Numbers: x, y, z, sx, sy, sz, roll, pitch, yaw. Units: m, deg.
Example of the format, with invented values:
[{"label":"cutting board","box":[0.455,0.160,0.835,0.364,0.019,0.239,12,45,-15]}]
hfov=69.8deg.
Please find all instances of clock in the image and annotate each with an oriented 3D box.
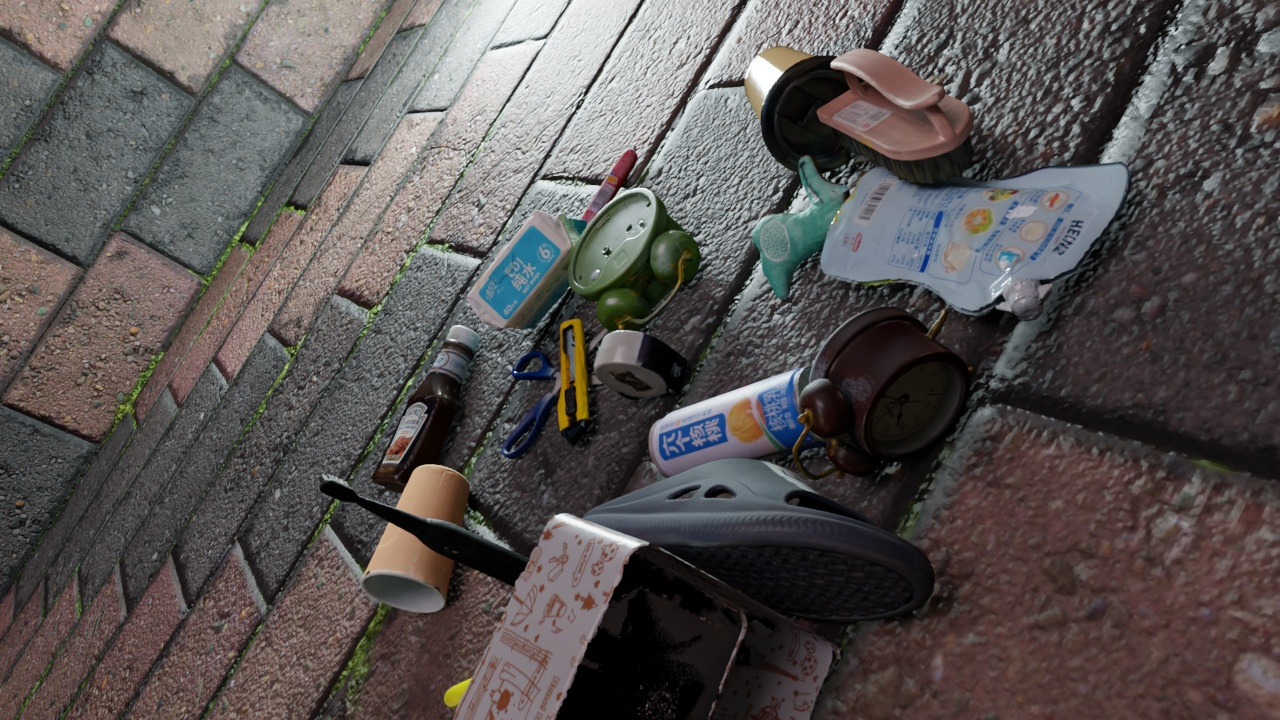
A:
[{"label":"clock","box":[0.138,0.023,0.543,0.122,0.082,0.055,-39,40,0]},{"label":"clock","box":[-0.004,-0.089,0.844,0.116,0.056,0.161,-46,34,15]}]

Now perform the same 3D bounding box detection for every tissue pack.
[{"label":"tissue pack","box":[-0.110,-0.092,0.941,0.140,0.063,0.090,-49,-9,11]}]

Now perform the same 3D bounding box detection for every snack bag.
[{"label":"snack bag","box":[0.206,-0.085,0.594,0.110,0.039,0.191,-49,33,-10]}]

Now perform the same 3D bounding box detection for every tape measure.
[{"label":"tape measure","box":[-0.004,0.004,0.755,0.066,0.066,0.033,-14,52,45]}]

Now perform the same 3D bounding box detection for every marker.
[{"label":"marker","box":[-0.109,0.250,0.722,0.124,0.015,0.018,-31,41,28]}]

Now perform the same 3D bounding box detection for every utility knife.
[{"label":"utility knife","box":[-0.064,0.015,0.848,0.033,0.015,0.154,-31,41,22]}]

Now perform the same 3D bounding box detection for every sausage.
[{"label":"sausage","box":[-0.045,-0.168,0.995,0.155,0.020,0.020,-59,34,-5]}]

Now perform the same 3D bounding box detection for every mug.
[{"label":"mug","box":[-0.205,0.164,0.866,0.078,0.078,0.122,-26,39,37]}]

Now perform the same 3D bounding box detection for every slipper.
[{"label":"slipper","box":[0.055,0.098,0.567,0.269,0.110,0.083,-13,49,50]}]

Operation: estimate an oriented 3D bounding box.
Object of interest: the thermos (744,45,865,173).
[{"label":"thermos","box":[0.133,-0.214,0.760,0.093,0.093,0.143,-44,26,16]}]

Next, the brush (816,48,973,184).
[{"label":"brush","box":[0.175,-0.169,0.627,0.063,0.073,0.145,-29,30,2]}]

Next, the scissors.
[{"label":"scissors","box":[-0.084,0.025,0.887,0.176,0.012,0.162,16,74,54]}]

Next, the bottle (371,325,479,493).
[{"label":"bottle","box":[-0.231,0.052,1.018,0.080,0.044,0.194,-6,56,48]}]

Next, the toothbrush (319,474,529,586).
[{"label":"toothbrush","box":[-0.147,0.133,0.689,0.026,0.212,0.027,-52,33,6]}]

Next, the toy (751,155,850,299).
[{"label":"toy","box":[0.127,-0.107,0.707,0.092,0.030,0.096,-26,73,25]}]

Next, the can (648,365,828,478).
[{"label":"can","box":[0.070,0.047,0.636,0.135,0.053,0.053,-22,46,40]}]

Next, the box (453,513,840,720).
[{"label":"box","box":[-0.008,0.230,0.464,0.107,0.178,0.271,-12,52,46]}]

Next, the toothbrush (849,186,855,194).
[{"label":"toothbrush","box":[0.167,-0.134,0.704,0.181,0.016,0.016,-34,35,29]}]
